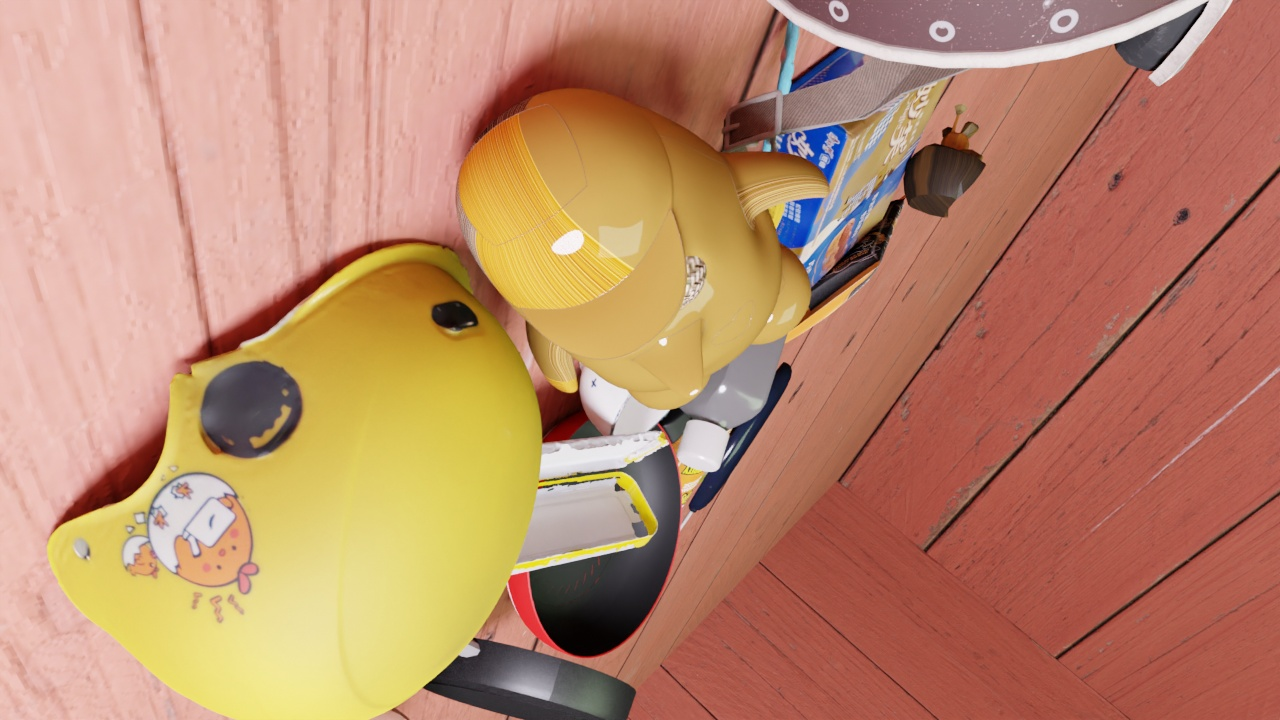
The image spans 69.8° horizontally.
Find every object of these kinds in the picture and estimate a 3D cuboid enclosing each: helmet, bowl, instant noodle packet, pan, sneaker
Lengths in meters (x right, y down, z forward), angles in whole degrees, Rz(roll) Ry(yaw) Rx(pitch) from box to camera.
[{"bbox_3d":[-0.124,0.075,0.443,0.240,0.139,0.209,-49,162,-3],"label":"helmet"},{"bbox_3d":[-0.004,0.004,0.708,0.113,0.063,0.114,-43,161,-19],"label":"bowl"},{"bbox_3d":[0.189,-0.086,0.914,0.160,0.032,0.220,-39,-173,34],"label":"instant noodle packet"},{"bbox_3d":[0.073,0.154,1.043,0.356,0.021,0.199,-55,171,-3],"label":"pan"},{"bbox_3d":[0.152,-0.211,0.412,0.233,0.233,0.253,-64,152,-4],"label":"helmet"},{"bbox_3d":[0.000,0.091,0.813,0.355,0.067,0.209,-56,135,-34],"label":"pan"},{"bbox_3d":[-0.134,0.252,0.761,0.356,0.204,0.044,54,43,-52],"label":"pan"},{"bbox_3d":[-0.222,0.338,0.769,0.116,0.111,0.295,-68,-177,-48],"label":"sneaker"}]

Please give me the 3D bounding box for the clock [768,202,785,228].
[{"bbox_3d":[0.057,-0.090,0.692,0.113,0.052,0.151,-53,166,8],"label":"clock"}]

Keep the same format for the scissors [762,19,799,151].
[{"bbox_3d":[0.091,-0.165,0.620,0.135,0.015,0.135,-64,167,-81],"label":"scissors"}]

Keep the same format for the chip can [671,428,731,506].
[{"bbox_3d":[0.035,0.104,0.980,0.075,0.075,0.216,-26,151,-51],"label":"chip can"}]

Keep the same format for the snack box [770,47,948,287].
[{"bbox_3d":[0.166,-0.164,0.767,0.154,0.069,0.203,-42,160,-27],"label":"snack box"}]

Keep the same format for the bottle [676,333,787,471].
[{"bbox_3d":[0.072,0.007,0.763,0.084,0.046,0.173,-18,-133,58],"label":"bottle"}]

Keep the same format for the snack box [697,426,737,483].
[{"bbox_3d":[0.085,0.114,1.166,0.121,0.045,0.180,-57,161,21],"label":"snack box"}]

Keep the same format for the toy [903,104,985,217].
[{"bbox_3d":[0.266,-0.174,0.794,0.062,0.076,0.100,32,73,-30],"label":"toy"}]

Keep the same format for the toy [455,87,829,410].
[{"bbox_3d":[-0.005,-0.054,0.462,0.199,0.162,0.203,-36,154,15],"label":"toy"}]

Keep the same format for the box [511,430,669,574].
[{"bbox_3d":[-0.066,0.105,0.637,0.209,0.080,0.080,-2,158,-41],"label":"box"}]
